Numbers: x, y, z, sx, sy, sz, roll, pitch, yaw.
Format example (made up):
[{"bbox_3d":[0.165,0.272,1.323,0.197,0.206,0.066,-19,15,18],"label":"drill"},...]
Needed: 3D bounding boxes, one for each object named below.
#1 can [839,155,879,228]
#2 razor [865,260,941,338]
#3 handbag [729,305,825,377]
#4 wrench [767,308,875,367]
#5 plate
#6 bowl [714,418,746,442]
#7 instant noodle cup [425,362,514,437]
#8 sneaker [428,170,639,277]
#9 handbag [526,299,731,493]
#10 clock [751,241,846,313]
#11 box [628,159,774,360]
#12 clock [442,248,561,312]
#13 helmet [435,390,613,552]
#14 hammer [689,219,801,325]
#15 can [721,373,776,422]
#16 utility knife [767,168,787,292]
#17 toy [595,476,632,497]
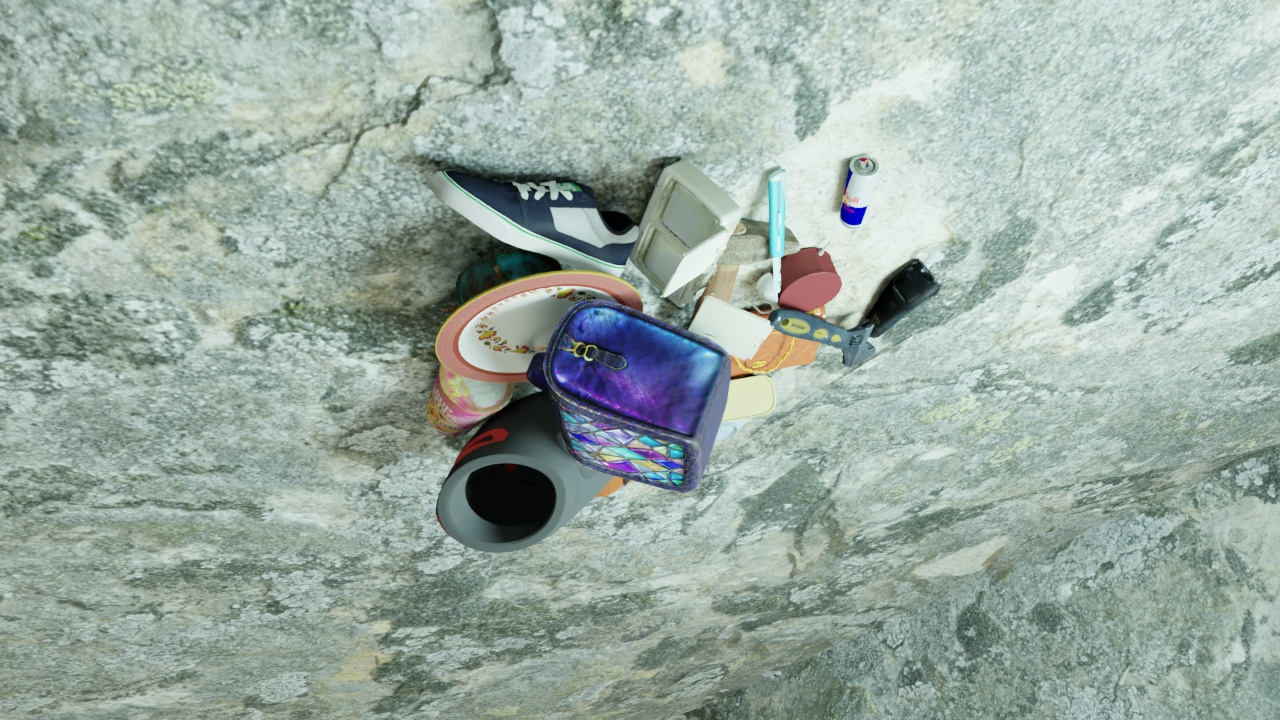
[{"bbox_3d":[0.250,-0.191,1.054,0.032,0.032,0.095,-13,149,-4],"label":"can"},{"bbox_3d":[0.360,-0.079,1.274,0.067,0.054,0.152,-23,160,-27],"label":"razor"},{"bbox_3d":[0.162,-0.026,1.258,0.171,0.060,0.109,-10,144,-10],"label":"handbag"},{"bbox_3d":[0.250,-0.036,1.234,0.272,0.022,0.073,11,118,-49],"label":"wrench"},{"bbox_3d":[-0.110,-0.039,1.002,0.229,0.021,0.230,-14,155,-7],"label":"plate"},{"bbox_3d":[0.121,0.097,1.443,0.114,0.045,0.114,-11,149,-7],"label":"bowl"},{"bbox_3d":[-0.226,0.046,1.171,0.097,0.097,0.109,5,151,-30],"label":"instant noodle cup"},{"bbox_3d":[-0.099,-0.154,0.928,0.235,0.084,0.079,18,111,-39],"label":"sneaker"},{"bbox_3d":[-0.021,0.040,1.017,0.222,0.125,0.205,18,157,10],"label":"handbag"},{"bbox_3d":[0.201,-0.097,1.172,0.125,0.044,0.087,-28,147,19],"label":"clock"},{"bbox_3d":[0.051,-0.088,0.950,0.106,0.193,0.144,-31,157,-37],"label":"box"},{"bbox_3d":[-0.133,-0.069,1.040,0.122,0.073,0.157,-33,150,31],"label":"clock"},{"bbox_3d":[-0.135,0.130,1.195,0.265,0.169,0.164,-28,107,23],"label":"helmet"},{"bbox_3d":[0.089,-0.043,1.151,0.157,0.037,0.302,-4,134,-18],"label":"hammer"},{"bbox_3d":[0.125,0.051,1.323,0.116,0.056,0.092,-10,-174,-10],"label":"can"},{"bbox_3d":[0.157,-0.145,1.046,0.022,0.015,0.152,-17,124,-15],"label":"utility knife"},{"bbox_3d":[-0.081,0.166,1.420,0.176,0.096,0.112,13,148,6],"label":"toy"}]
